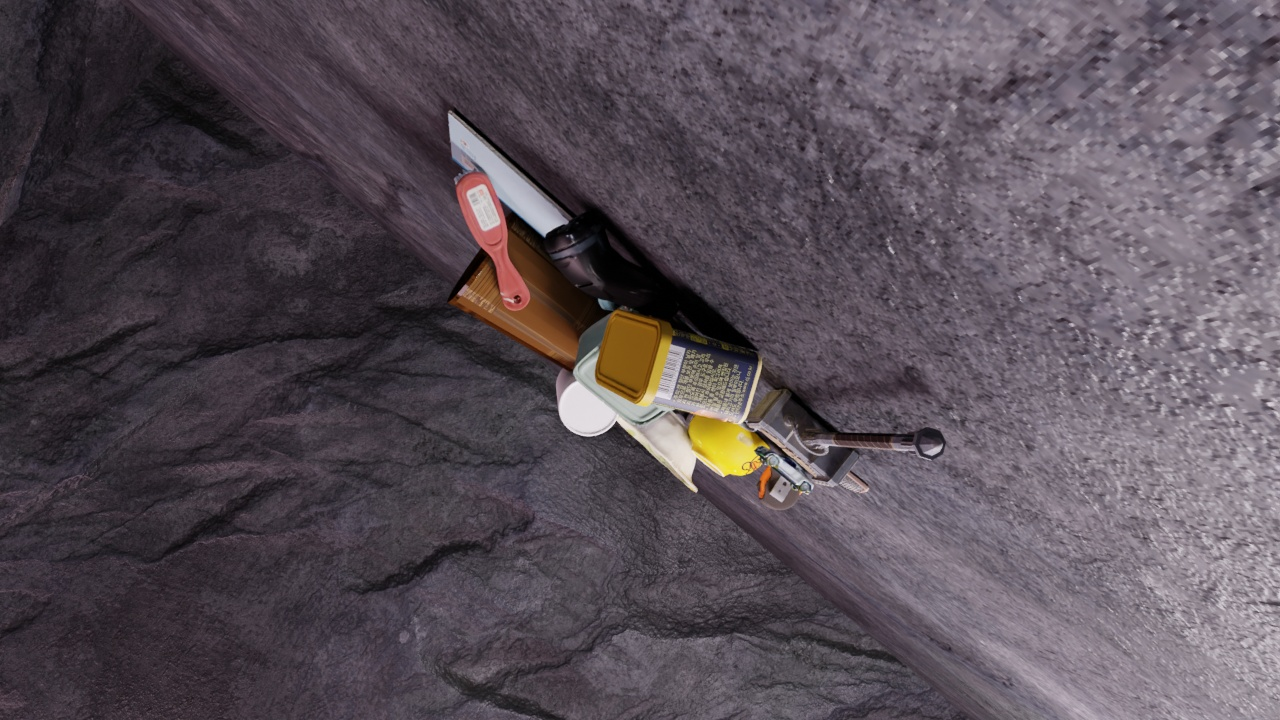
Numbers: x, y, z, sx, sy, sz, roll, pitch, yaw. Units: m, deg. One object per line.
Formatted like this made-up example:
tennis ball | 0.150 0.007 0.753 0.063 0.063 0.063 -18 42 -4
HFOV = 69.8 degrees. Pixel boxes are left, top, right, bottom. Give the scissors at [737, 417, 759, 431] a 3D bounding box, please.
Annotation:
scissors | 0.089 0.060 1.137 0.158 0.014 0.142 35 158 2

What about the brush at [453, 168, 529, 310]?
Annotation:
brush | -0.160 -0.130 0.996 0.030 0.041 0.172 49 161 51

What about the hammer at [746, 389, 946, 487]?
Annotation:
hammer | 0.169 0.064 0.739 0.098 0.044 0.322 40 173 -2

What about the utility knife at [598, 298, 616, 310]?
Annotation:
utility knife | -0.046 -0.080 0.992 0.022 0.015 0.165 37 174 12

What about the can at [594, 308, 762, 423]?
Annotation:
can | 0.033 0.006 0.845 0.104 0.075 0.135 15 -177 -22

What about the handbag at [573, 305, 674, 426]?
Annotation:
handbag | -0.006 0.006 1.042 0.122 0.106 0.067 41 -147 -23

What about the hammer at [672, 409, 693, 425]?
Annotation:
hammer | 0.011 0.002 1.214 0.138 0.035 0.314 37 171 20

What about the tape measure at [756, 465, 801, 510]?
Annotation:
tape measure | 0.189 0.174 1.251 0.058 0.058 0.038 37 173 3

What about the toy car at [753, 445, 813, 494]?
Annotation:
toy car | 0.183 0.136 1.162 0.090 0.027 0.039 40 176 -4

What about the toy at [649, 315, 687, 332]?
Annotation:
toy | 0.032 -0.023 0.964 0.103 0.071 0.090 63 -175 -3

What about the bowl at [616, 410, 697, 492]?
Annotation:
bowl | 0.017 0.090 1.297 0.219 0.060 0.188 42 173 8

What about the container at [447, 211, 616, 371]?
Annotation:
container | -0.124 -0.075 1.105 0.167 0.132 0.132 36 174 -16

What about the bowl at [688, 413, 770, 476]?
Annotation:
bowl | 0.110 0.113 1.232 0.117 0.067 0.117 39 173 6

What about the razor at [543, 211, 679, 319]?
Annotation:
razor | -0.022 -0.083 0.830 0.140 0.063 0.053 29 163 -29

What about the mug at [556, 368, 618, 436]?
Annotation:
mug | -0.048 0.045 1.137 0.110 0.074 0.090 4 -165 -8

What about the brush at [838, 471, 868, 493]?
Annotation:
brush | 0.186 0.101 0.992 0.135 0.015 0.050 39 172 7

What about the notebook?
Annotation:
notebook | -0.100 -0.149 0.955 0.253 0.009 0.181 41 173 -8
